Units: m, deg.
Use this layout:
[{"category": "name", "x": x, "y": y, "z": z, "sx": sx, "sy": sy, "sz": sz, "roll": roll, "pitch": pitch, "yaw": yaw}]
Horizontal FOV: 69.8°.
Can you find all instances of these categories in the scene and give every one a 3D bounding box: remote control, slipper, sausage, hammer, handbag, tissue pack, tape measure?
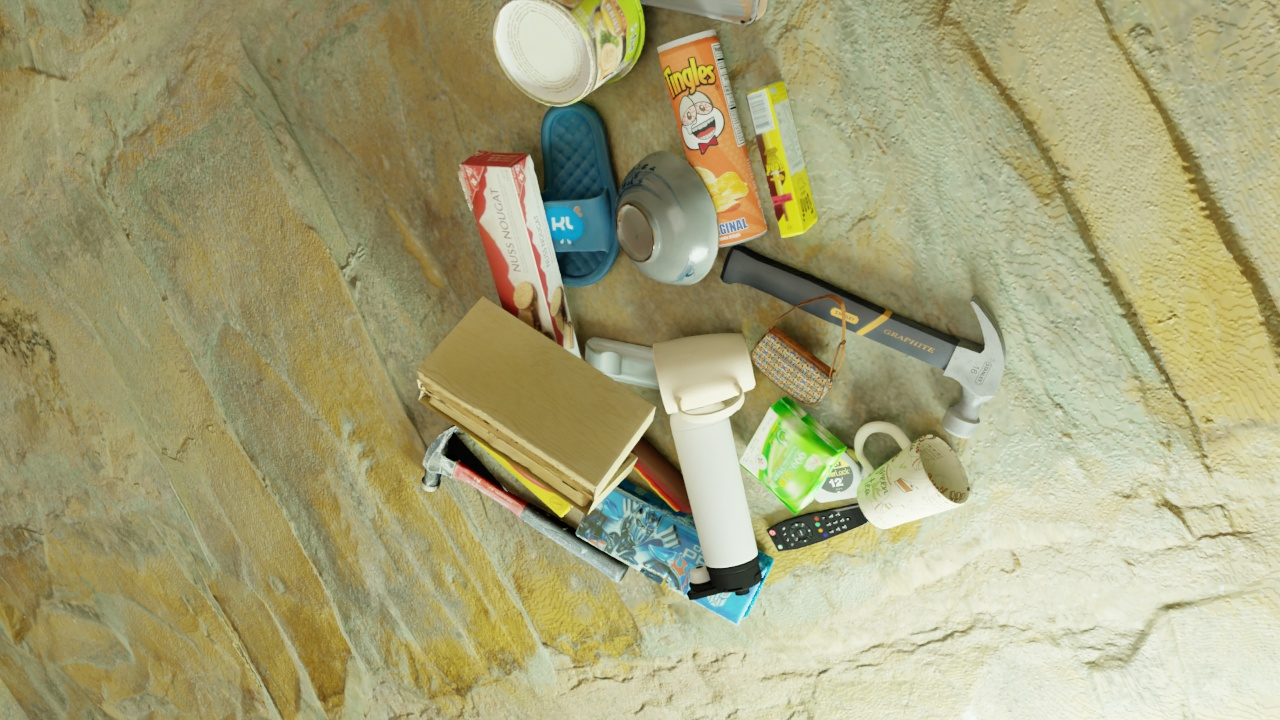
[{"category": "remote control", "x": 0.211, "y": 0.197, "z": 1.093, "sx": 0.125, "sy": 0.010, "sz": 0.039, "roll": -25, "pitch": 99, "yaw": 31}, {"category": "slipper", "x": -0.074, "y": -0.185, "z": 1.045, "sx": 0.104, "sy": 0.059, "sz": 0.214, "roll": 7, "pitch": 112, "yaw": 21}, {"category": "sausage", "x": 0.014, "y": 0.132, "z": 1.145, "sx": 0.155, "sy": 0.040, "sz": 0.040, "roll": 44, "pitch": 122, "yaw": 3}, {"category": "hammer", "x": 0.229, "y": -0.041, "z": 0.973, "sx": 0.313, "sy": 0.035, "sz": 0.140, "roll": 25, "pitch": 118, "yaw": 15}, {"category": "hammer", "x": -0.156, "y": 0.199, "z": 1.259, "sx": 0.326, "sy": 0.036, "sz": 0.141, "roll": 30, "pitch": 122, "yaw": 11}, {"category": "handbag", "x": 0.176, "y": -0.025, "z": 0.949, "sx": 0.093, "sy": 0.043, "sz": 0.196, "roll": 38, "pitch": 158, "yaw": 12}, {"category": "tissue pack", "x": 0.170, "y": 0.106, "z": 1.047, "sx": 0.099, "sy": 0.034, "sz": 0.114, "roll": 42, "pitch": 132, "yaw": 22}, {"category": "remote control", "x": -0.007, "y": 0.007, "z": 1.112, "sx": 0.133, "sy": 0.022, "sz": 0.050, "roll": 11, "pitch": 115, "yaw": 21}, {"category": "tape measure", "x": 0.225, "y": 0.130, "z": 1.055, "sx": 0.064, "sy": 0.016, "sz": 0.065, "roll": -15, "pitch": 104, "yaw": 30}]

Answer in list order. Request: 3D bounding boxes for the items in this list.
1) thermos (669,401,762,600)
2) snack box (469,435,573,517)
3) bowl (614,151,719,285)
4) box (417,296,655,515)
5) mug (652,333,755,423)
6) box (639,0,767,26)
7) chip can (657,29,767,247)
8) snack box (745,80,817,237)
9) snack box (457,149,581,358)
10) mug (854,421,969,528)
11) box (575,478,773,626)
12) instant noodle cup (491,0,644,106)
[{"category": "thermos", "x": 0.077, "y": 0.168, "z": 1.088, "sx": 0.101, "sy": 0.068, "sz": 0.230, "roll": -11, "pitch": 94, "yaw": 29}, {"category": "snack box", "x": -0.148, "y": 0.107, "z": 1.211, "sx": 0.200, "sy": 0.042, "sz": 0.092, "roll": 41, "pitch": 123, "yaw": 5}, {"category": "bowl", "x": 0.014, "y": -0.144, "z": 0.985, "sx": 0.151, "sy": 0.056, "sz": 0.151, "roll": 34, "pitch": 136, "yaw": 40}, {"category": "box", "x": -0.125, "y": 0.061, "z": 1.078, "sx": 0.249, "sy": 0.140, "sz": 0.149, "roll": 32, "pitch": 143, "yaw": 12}, {"category": "mug", "x": 0.074, "y": 0.021, "z": 1.023, "sx": 0.104, "sy": 0.111, "sz": 0.085, "roll": -13, "pitch": 136, "yaw": 6}, {"category": "box", "x": 0.032, "y": -0.427, "z": 0.905, "sx": 0.216, "sy": 0.063, "sz": 0.157, "roll": 19, "pitch": 107, "yaw": 18}, {"category": "chip can", "x": 0.076, "y": -0.227, "z": 0.951, "sx": 0.062, "sy": 0.062, "sz": 0.210, "roll": -9, "pitch": 106, "yaw": 28}, {"category": "snack box", "x": 0.144, "y": -0.204, "z": 0.929, "sx": 0.026, "sy": 0.061, "sz": 0.149, "roll": -9, "pitch": 106, "yaw": 28}, {"category": "snack box", "x": -0.138, "y": -0.108, "z": 1.071, "sx": 0.077, "sy": 0.044, "sz": 0.273, "roll": 11, "pitch": 130, "yaw": 30}, {"category": "mug", "x": 0.278, "y": 0.121, "z": 0.996, "sx": 0.097, "sy": 0.080, "sz": 0.122, "roll": -39, "pitch": 85, "yaw": 40}, {"category": "box", "x": 0.039, "y": 0.237, "z": 1.161, "sx": 0.243, "sy": 0.065, "sz": 0.091, "roll": 26, "pitch": 119, "yaw": 14}, {"category": "instant noodle cup", "x": -0.078, "y": -0.335, "z": 0.935, "sx": 0.146, "sy": 0.097, "sz": 0.146, "roll": 20, "pitch": 140, "yaw": 18}]
